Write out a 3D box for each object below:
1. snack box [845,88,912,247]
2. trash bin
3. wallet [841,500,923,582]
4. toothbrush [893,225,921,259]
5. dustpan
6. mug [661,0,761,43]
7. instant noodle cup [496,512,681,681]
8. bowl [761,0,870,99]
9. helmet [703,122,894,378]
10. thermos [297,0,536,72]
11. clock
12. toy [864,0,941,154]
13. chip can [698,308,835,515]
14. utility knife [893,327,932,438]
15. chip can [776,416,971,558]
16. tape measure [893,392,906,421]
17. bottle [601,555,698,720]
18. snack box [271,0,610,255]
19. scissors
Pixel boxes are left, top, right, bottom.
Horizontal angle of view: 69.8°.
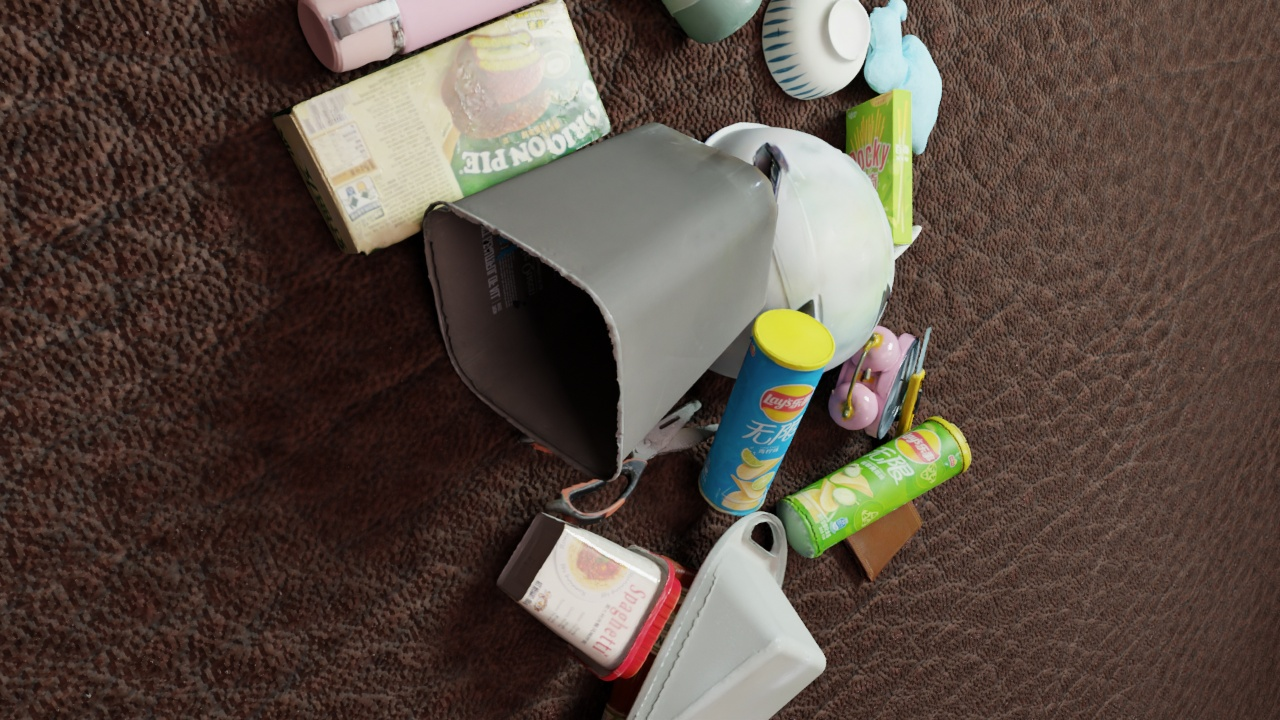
[{"bbox_3d":[0.247,-0.193,0.955,0.026,0.086,0.156,0,90,-22],"label":"snack box"},{"bbox_3d":[-0.021,-0.064,0.725,0.219,0.199,0.199,-39,147,-33],"label":"trash bin"},{"bbox_3d":[0.273,0.187,1.077,0.101,0.032,0.124,-45,118,-18],"label":"wallet"},{"bbox_3d":[0.265,-0.092,1.037,0.187,0.016,0.017,-45,127,-21],"label":"toothbrush"},{"bbox_3d":[0.073,0.286,0.919,0.258,0.142,0.222,-40,144,5],"label":"dustpan"},{"bbox_3d":[0.054,-0.354,0.819,0.106,0.082,0.111,45,40,-31],"label":"mug"},{"bbox_3d":[-0.050,0.201,0.811,0.124,0.117,0.116,37,75,-20],"label":"instant noodle cup"},{"bbox_3d":[0.185,-0.324,0.915,0.116,0.066,0.116,-5,100,-34],"label":"bowl"},{"bbox_3d":[0.152,-0.101,0.877,0.228,0.146,0.259,-12,103,-33],"label":"helmet"},{"bbox_3d":[-0.149,-0.274,0.678,0.198,0.087,0.067,-33,116,-28],"label":"thermos"},{"bbox_3d":[0.246,0.020,0.977,0.158,0.060,0.117,6,105,-67],"label":"clock"},{"bbox_3d":[0.288,-0.308,0.998,0.156,0.050,0.161,-9,101,-43],"label":"toy"},{"bbox_3d":[0.110,0.053,0.844,0.071,0.071,0.211,-19,143,-32],"label":"chip can"},{"bbox_3d":[0.305,0.044,1.028,0.033,0.015,0.219,-48,150,-38],"label":"utility knife"},{"bbox_3d":[0.253,0.138,1.004,0.221,0.072,0.072,-25,111,-16],"label":"chip can"},{"bbox_3d":[0.297,0.044,1.074,0.058,0.025,0.054,-12,103,-32],"label":"tape measure"},{"bbox_3d":[0.001,0.292,0.882,0.059,0.060,0.206,29,81,-34],"label":"bottle"},{"bbox_3d":[-0.145,-0.183,0.708,0.239,0.063,0.114,-35,115,-26],"label":"snack box"},{"bbox_3d":[-0.015,0.077,0.841,0.213,0.015,0.196,22,44,-13],"label":"scissors"}]
